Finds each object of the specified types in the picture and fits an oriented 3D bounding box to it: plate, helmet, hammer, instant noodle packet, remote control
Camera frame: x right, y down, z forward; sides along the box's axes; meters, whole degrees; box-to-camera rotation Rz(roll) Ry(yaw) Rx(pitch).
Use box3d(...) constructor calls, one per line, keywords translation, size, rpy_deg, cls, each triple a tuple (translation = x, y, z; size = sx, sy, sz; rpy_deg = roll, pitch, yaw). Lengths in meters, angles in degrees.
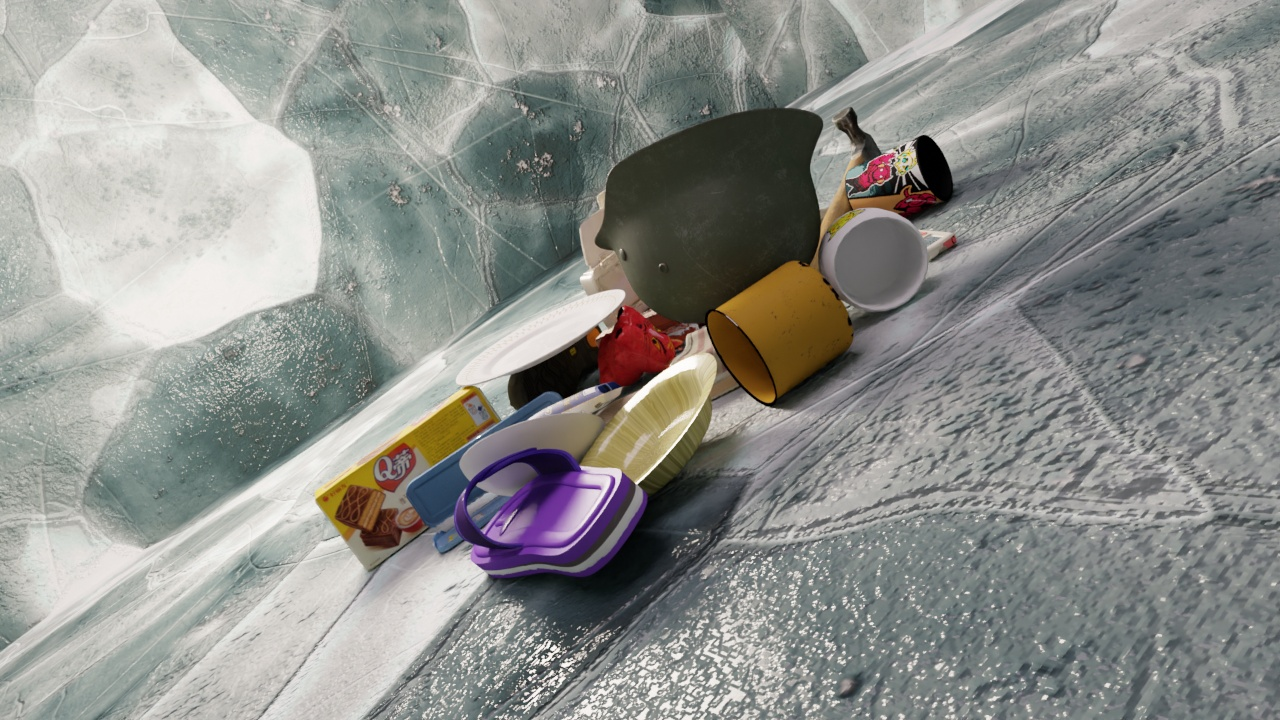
box3d(translation=(0.012, 0.074, 0.813), size=(0.185, 0.036, 0.184), rpy_deg=(-43, 15, 14), cls="plate")
box3d(translation=(0.077, -0.120, 0.922), size=(0.226, 0.153, 0.269), rpy_deg=(-8, -10, -44), cls="helmet")
box3d(translation=(-0.124, -0.026, 1.173), size=(0.243, 0.016, 0.242), rpy_deg=(-25, 15, 7), cls="plate")
box3d(translation=(0.247, -0.181, 1.124), size=(0.033, 0.132, 0.329), rpy_deg=(-20, 29, 41), cls="hammer")
box3d(translation=(-0.066, 0.049, 0.949), size=(0.087, 0.026, 0.134), rpy_deg=(-25, -2, 8), cls="instant noodle packet")
box3d(translation=(0.290, -0.123, 0.970), size=(0.038, 0.018, 0.125), rpy_deg=(-33, 14, -2), cls="remote control")

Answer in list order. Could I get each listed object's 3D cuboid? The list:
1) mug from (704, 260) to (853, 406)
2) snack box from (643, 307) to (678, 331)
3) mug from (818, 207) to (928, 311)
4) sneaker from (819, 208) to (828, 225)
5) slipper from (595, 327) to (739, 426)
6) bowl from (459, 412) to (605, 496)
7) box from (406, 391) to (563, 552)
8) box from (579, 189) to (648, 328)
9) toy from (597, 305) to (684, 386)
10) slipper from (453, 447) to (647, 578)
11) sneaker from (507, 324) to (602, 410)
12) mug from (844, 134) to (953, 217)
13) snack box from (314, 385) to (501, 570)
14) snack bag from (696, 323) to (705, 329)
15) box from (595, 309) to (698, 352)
box3d(translation=(0.122, -0.027, 0.831), size=(0.094, 0.100, 0.124), rpy_deg=(-33, 8, -12), cls="mug")
box3d(translation=(0.043, -0.088, 1.386), size=(0.101, 0.031, 0.185), rpy_deg=(-24, 16, 34), cls="snack box")
box3d(translation=(0.210, -0.089, 0.868), size=(0.116, 0.094, 0.068), rpy_deg=(-38, 11, 9), cls="mug")
box3d(translation=(0.195, -0.143, 1.156), size=(0.088, 0.079, 0.234), rpy_deg=(-3, 12, 44), cls="sneaker")
box3d(translation=(0.052, 0.009, 0.968), size=(0.263, 0.052, 0.114), rpy_deg=(-29, 15, 17), cls="slipper")
box3d(translation=(-0.101, 0.103, 0.910), size=(0.149, 0.043, 0.150), rpy_deg=(-16, -22, -7), cls="bowl")
box3d(translation=(-0.158, 0.118, 1.015), size=(0.209, 0.073, 0.086), rpy_deg=(-35, 17, -11), cls="box")
box3d(translation=(-0.025, -0.151, 1.312), size=(0.058, 0.188, 0.144), rpy_deg=(11, 46, 48), cls="box")
box3d(translation=(-0.007, 0.007, 1.140), size=(0.133, 0.094, 0.088), rpy_deg=(125, 157, -46), cls="toy")
box3d(translation=(-0.097, 0.116, 0.763), size=(0.107, 0.084, 0.267), rpy_deg=(-54, 16, -24), cls="slipper")
box3d(translation=(-0.156, 0.014, 1.319), size=(0.143, 0.101, 0.237), rpy_deg=(-20, 12, 28), cls="sneaker")
box3d(translation=(0.323, -0.214, 1.118), size=(0.098, 0.082, 0.117), rpy_deg=(-21, -10, 42), cls="mug")
box3d(translation=(-0.268, 0.137, 1.114), size=(0.230, 0.110, 0.062), rpy_deg=(-36, 13, -16), cls="snack box")
box3d(translation=(0.136, -0.143, 1.199), size=(0.207, 0.139, 0.067), rpy_deg=(-39, 45, -22), cls="snack bag")
box3d(translation=(0.003, -0.029, 1.220), size=(0.188, 0.056, 0.070), rpy_deg=(-20, 50, 47), cls="box")
